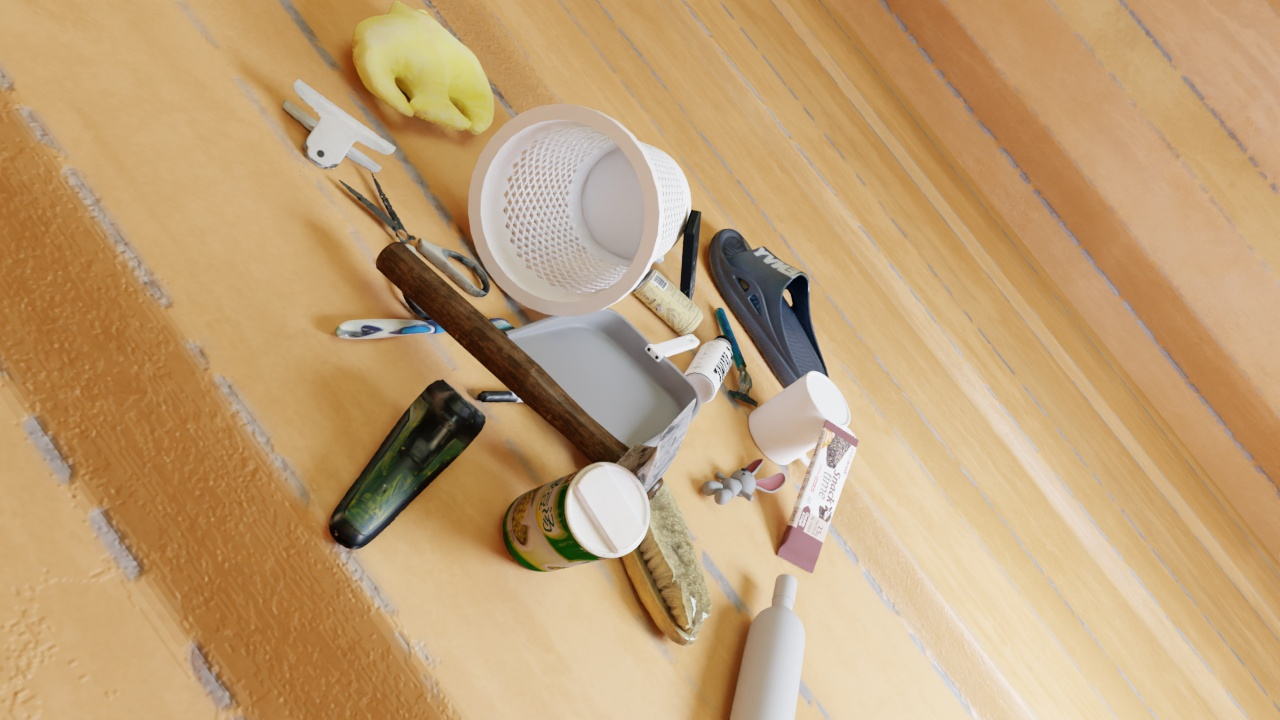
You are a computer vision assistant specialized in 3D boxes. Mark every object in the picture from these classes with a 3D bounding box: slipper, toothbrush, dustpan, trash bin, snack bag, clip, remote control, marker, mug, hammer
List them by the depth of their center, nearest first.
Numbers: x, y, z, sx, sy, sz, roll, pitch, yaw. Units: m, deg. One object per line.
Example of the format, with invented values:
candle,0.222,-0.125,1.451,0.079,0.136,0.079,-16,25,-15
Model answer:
hammer,-0.094,-0.007,0.707,0.300,0.218,0.037,41,65,8
toothbrush,-0.178,-0.027,0.783,0.017,0.016,0.188,30,21,32
clip,-0.277,-0.203,0.828,0.102,0.058,0.052,34,12,-22
marker,-0.089,0.033,0.840,0.151,0.011,0.011,3,56,-50
dustpan,-0.005,0.005,0.915,0.163,0.033,0.257,45,25,14
trash bin,-0.040,-0.157,0.942,0.195,0.196,0.199,53,23,3
snack bag,0.194,0.146,0.989,0.057,0.013,0.157,32,72,-28
remote control,0.056,-0.110,1.044,0.013,0.150,0.034,13,60,8
mug,0.195,0.080,1.058,0.110,0.091,0.073,46,33,-7
slipper,0.181,-0.073,1.203,0.110,0.084,0.268,-10,67,-51

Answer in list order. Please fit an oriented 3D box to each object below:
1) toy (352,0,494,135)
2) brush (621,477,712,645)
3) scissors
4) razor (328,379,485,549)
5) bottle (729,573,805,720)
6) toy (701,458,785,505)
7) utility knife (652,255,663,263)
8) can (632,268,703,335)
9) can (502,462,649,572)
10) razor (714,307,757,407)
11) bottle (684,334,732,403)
toy,-0.225,-0.307,0.962,0.170,0.065,0.154,1,63,-49
brush,0.011,0.154,0.809,0.059,0.043,0.195,9,50,-45
scissors,-0.202,-0.099,0.830,0.157,0.013,0.165,26,41,-37
razor,-0.167,0.072,0.660,0.054,0.067,0.151,42,42,-7
bottle,0.118,0.267,0.818,0.052,0.053,0.194,43,34,-11
toy,0.106,0.129,0.960,0.049,0.030,0.111,35,26,31
utility knife,0.021,-0.179,1.178,0.022,0.015,0.178,33,34,-23
can,0.032,-0.066,1.056,0.079,0.038,0.038,41,34,-14
can,-0.050,0.120,0.685,0.067,0.121,0.067,11,68,-29
razor,0.113,-0.009,1.113,0.042,0.022,0.143,22,42,-38
bottle,0.080,0.005,1.041,0.041,0.041,0.115,46,33,-7
